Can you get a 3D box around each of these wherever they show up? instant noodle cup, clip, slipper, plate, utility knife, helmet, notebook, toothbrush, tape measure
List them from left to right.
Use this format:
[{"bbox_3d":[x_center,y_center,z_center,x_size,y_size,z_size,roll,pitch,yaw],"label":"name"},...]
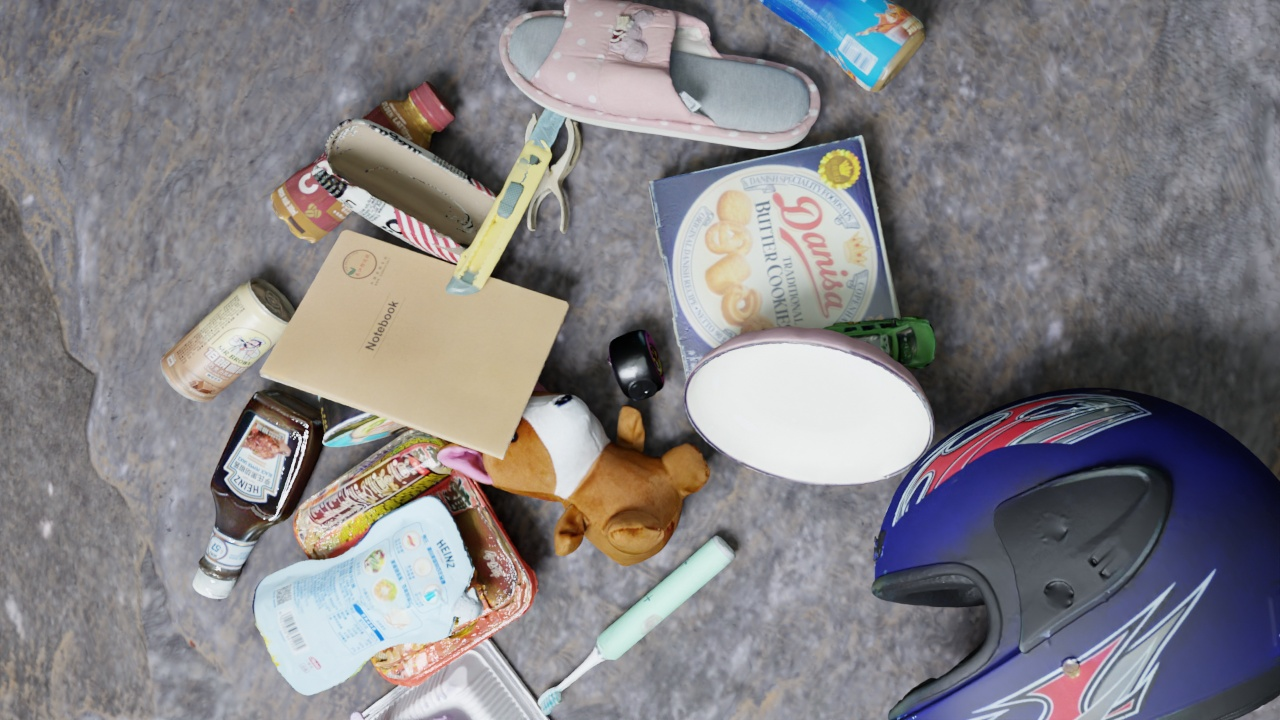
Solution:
[{"bbox_3d":[-0.238,0.000,0.798,0.111,0.111,0.120,-23,80,8],"label":"instant noodle cup"},{"bbox_3d":[-0.180,-0.018,0.746,0.208,0.008,0.147,19,65,5],"label":"notebook"},{"bbox_3d":[-0.189,0.167,0.801,0.164,0.079,0.189,-33,86,8],"label":"instant noodle cup"},{"bbox_3d":[-0.175,0.347,0.815,0.173,0.060,0.138,-38,86,9],"label":"instant noodle cup"},{"bbox_3d":[-0.106,-0.139,0.769,0.031,0.021,0.198,27,79,-5],"label":"utility knife"},{"bbox_3d":[-0.089,-0.166,0.801,0.082,0.034,0.104,20,96,6],"label":"clip"},{"bbox_3d":[-0.007,0.232,0.802,0.224,0.027,0.026,-42,122,7],"label":"toothbrush"},{"bbox_3d":[-0.005,0.005,0.781,0.039,0.057,0.058,-18,97,9],"label":"tape measure"},{"bbox_3d":[0.015,-0.241,0.756,0.274,0.054,0.114,16,65,5],"label":"slipper"},{"bbox_3d":[0.131,0.033,0.718,0.192,0.193,0.038,12,55,8],"label":"plate"},{"bbox_3d":[0.287,0.156,0.652,0.316,0.247,0.240,-33,61,12],"label":"helmet"}]

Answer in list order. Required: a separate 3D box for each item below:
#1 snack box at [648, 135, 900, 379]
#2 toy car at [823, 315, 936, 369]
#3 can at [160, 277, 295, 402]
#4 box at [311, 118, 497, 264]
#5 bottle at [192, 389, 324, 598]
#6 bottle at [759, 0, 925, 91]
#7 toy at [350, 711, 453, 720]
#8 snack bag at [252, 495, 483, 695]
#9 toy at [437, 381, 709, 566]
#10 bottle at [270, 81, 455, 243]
[{"bbox_3d":[0.112,-0.079,0.767,0.183,0.045,0.178,-11,90,9],"label":"snack box"},{"bbox_3d":[0.186,-0.011,0.719,0.091,0.036,0.043,-6,92,5],"label":"toy car"},{"bbox_3d":[-0.374,-0.018,0.834,0.116,0.058,0.058,-40,86,8],"label":"can"},{"bbox_3d":[-0.189,-0.143,0.777,0.163,0.076,0.087,26,85,-23],"label":"box"},{"bbox_3d":[-0.357,0.126,0.844,0.080,0.044,0.195,27,96,8],"label":"bottle"},{"bbox_3d":[0.130,-0.310,0.749,0.218,0.065,0.065,42,97,6],"label":"bottle"},{"bbox_3d":[-0.190,0.331,0.767,0.108,0.039,0.084,-10,81,10],"label":"toy"},{"bbox_3d":[-0.221,0.193,0.749,0.191,0.039,0.110,-26,80,11],"label":"snack bag"},{"bbox_3d":[-0.054,0.084,0.761,0.199,0.139,0.131,29,135,15],"label":"toy"},{"bbox_3d":[-0.243,-0.177,0.811,0.175,0.057,0.057,-36,86,8],"label":"bottle"}]
